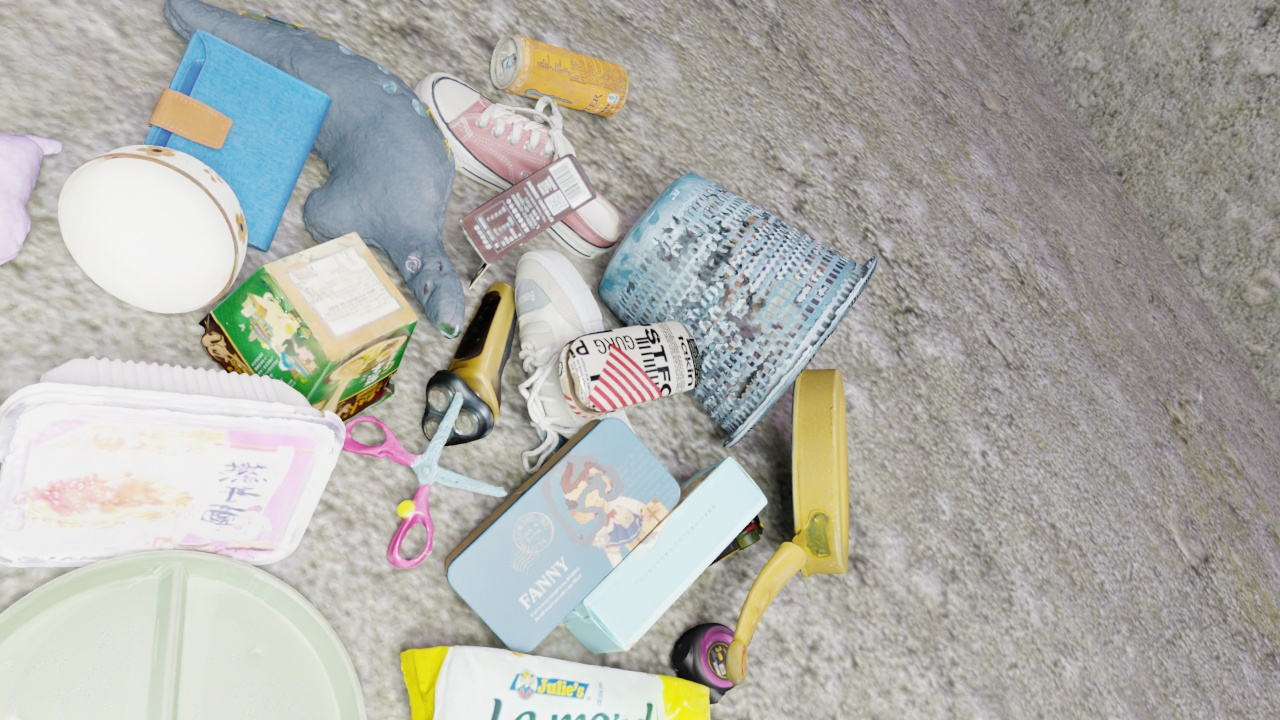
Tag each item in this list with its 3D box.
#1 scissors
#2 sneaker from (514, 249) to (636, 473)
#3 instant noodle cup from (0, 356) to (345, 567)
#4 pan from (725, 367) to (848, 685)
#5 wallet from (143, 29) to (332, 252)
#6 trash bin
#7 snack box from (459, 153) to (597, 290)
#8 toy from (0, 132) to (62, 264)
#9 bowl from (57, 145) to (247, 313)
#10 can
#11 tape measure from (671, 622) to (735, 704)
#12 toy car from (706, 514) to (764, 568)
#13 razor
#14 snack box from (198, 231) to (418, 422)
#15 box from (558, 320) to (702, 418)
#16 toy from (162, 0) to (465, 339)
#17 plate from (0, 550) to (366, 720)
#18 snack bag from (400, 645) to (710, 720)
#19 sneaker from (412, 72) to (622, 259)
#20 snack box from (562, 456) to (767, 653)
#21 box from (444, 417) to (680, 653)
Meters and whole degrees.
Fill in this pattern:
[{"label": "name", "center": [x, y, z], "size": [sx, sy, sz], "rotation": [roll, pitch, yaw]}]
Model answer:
[{"label": "scissors", "center": [-0.161, 0.082, 0.665], "size": [0.133, 0.017, 0.133], "rotation": [19, 74, 5]}, {"label": "sneaker", "center": [-0.069, 0.028, 0.759], "size": [0.090, 0.090, 0.242], "rotation": [-19, 86, -38]}, {"label": "instant noodle cup", "center": [-0.278, 0.056, 0.539], "size": [0.173, 0.138, 0.060], "rotation": [8, 37, -38]}, {"label": "pan", "center": [0.135, 0.141, 0.797], "size": [0.356, 0.078, 0.198], "rotation": [-66, 150, -58]}, {"label": "wallet", "center": [-0.302, -0.160, 0.676], "size": [0.106, 0.040, 0.133], "rotation": [24, 81, -26]}, {"label": "trash bin", "center": [0.077, -0.063, 0.872], "size": [0.195, 0.227, 0.225], "rotation": [38, 43, 4]}, {"label": "snack box", "center": [-0.102, -0.116, 0.762], "size": [0.125, 0.113, 0.053], "rotation": [-31, 102, -3]}, {"label": "toy", "center": [-0.422, -0.107, 0.580], "size": [0.083, 0.039, 0.108], "rotation": [10, 63, -32]}, {"label": "bowl", "center": [-0.317, -0.094, 0.617], "size": [0.113, 0.114, 0.062], "rotation": [35, 26, -18]}, {"label": "can", "center": [-0.084, -0.304, 0.986], "size": [0.145, 0.058, 0.058], "rotation": [2, 62, -40]}, {"label": "tape measure", "center": [0.055, 0.247, 0.755], "size": [0.057, 0.039, 0.057], "rotation": [53, 48, 1]}, {"label": "toy car", "center": [0.043, 0.152, 0.802], "size": [0.155, 0.041, 0.071], "rotation": [-24, 80, -36]}, {"label": "razor", "center": [-0.133, -0.004, 0.751], "size": [0.067, 0.062, 0.167], "rotation": [58, 29, -37]}, {"label": "snack box", "center": [-0.223, -0.023, 0.645], "size": [0.118, 0.106, 0.117], "rotation": [54, 42, 0]}, {"label": "box", "center": [0.000, 0.003, 0.728], "size": [0.164, 0.060, 0.072], "rotation": [-16, 109, -54]}, {"label": "toy", "center": [-0.232, -0.174, 0.752], "size": [0.137, 0.092, 0.356], "rotation": [-36, 86, -35]}, {"label": "plate", "center": [-0.265, 0.220, 0.507], "size": [0.230, 0.028, 0.229], "rotation": [21, 52, -30]}, {"label": "snack bag", "center": [-0.052, 0.287, 0.614], "size": [0.246, 0.068, 0.157], "rotation": [20, 52, -30]}, {"label": "sneaker", "center": [-0.104, -0.198, 0.876], "size": [0.241, 0.088, 0.118], "rotation": [39, 45, -15]}, {"label": "snack box", "center": [0.018, 0.152, 0.721], "size": [0.174, 0.074, 0.051], "rotation": [-40, 90, -28]}, {"label": "box", "center": [-0.062, 0.127, 0.670], "size": [0.090, 0.062, 0.184], "rotation": [47, 72, -7]}]
